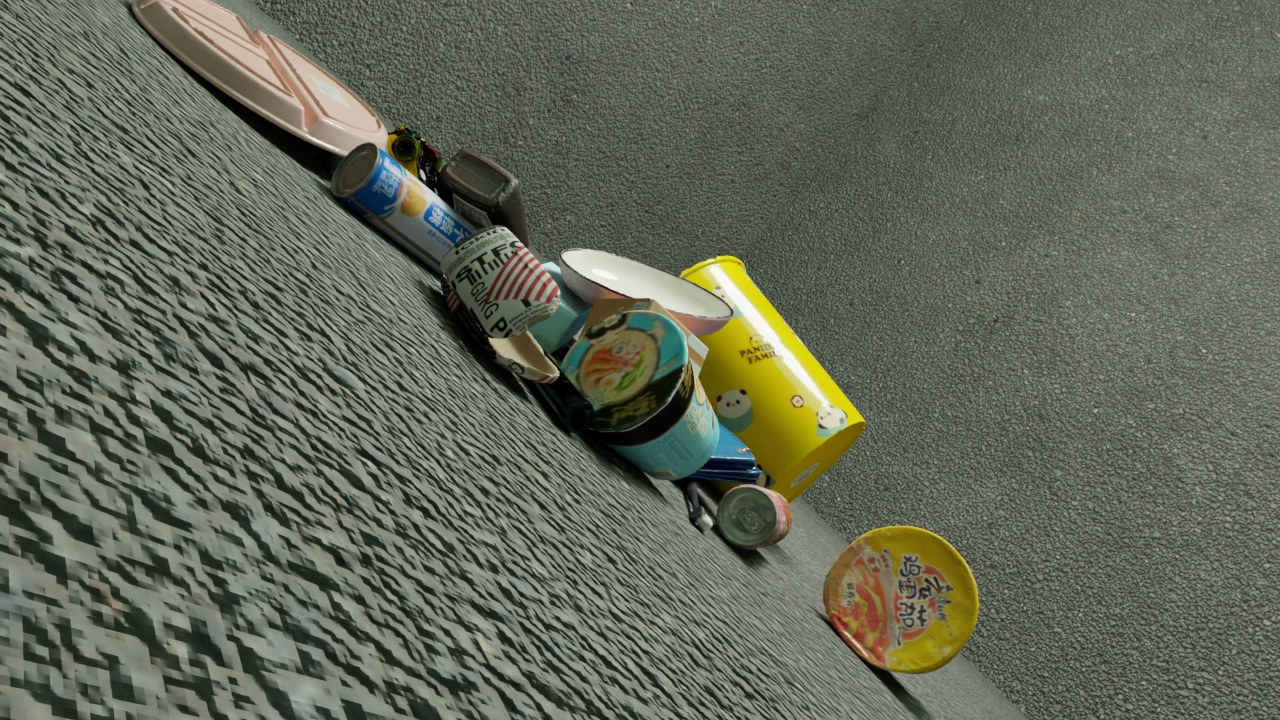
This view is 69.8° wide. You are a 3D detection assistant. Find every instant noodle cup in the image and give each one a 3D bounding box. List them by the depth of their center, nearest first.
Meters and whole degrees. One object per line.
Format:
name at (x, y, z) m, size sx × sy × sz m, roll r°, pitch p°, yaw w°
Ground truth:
instant noodle cup at (0.008, 0.036, 0.742) m, size 0.111 × 0.111 × 0.120 m, roll 45°, pitch -4°, yaw 41°
instant noodle cup at (0.262, 0.245, 0.905) m, size 0.138 × 0.138 × 0.110 m, roll 45°, pitch -4°, yaw 33°

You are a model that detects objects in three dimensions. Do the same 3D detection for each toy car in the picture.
toy car at (-0.212, -0.158, 0.906) m, size 0.071 × 0.041 × 0.156 m, roll -7°, pitch 77°, yaw -81°

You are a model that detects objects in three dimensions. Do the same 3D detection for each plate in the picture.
plate at (-0.318, -0.249, 0.797) m, size 0.229 × 0.028 × 0.229 m, roll 35°, pitch 12°, yaw -9°
plate at (0.002, -0.066, 0.966) m, size 0.192 × 0.039 × 0.192 m, roll 18°, pitch 17°, yaw -6°

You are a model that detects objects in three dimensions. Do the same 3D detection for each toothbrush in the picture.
toothbrush at (-0.092, -0.007, 0.730) m, size 0.026 × 0.027 × 0.212 m, roll 21°, pitch 14°, yaw -38°
toothbrush at (0.050, 0.125, 0.837) m, size 0.018 × 0.015 × 0.181 m, roll 49°, pitch 3°, yaw -5°

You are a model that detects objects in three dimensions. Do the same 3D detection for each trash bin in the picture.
trash bin at (0.119, 0.042, 1.114) m, size 0.255 × 0.230 × 0.229 m, roll 49°, pitch 5°, yaw 21°

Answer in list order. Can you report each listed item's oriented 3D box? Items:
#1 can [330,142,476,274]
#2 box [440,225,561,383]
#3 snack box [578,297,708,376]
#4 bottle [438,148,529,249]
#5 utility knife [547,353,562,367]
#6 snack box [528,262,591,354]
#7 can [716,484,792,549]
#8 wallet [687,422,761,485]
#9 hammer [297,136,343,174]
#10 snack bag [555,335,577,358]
can at (-0.193, -0.123, 0.778) m, size 0.134 × 0.053 × 0.053 m, roll 40°, pitch 4°, yaw -47°
box at (-0.102, -0.036, 0.687) m, size 0.162 × 0.076 × 0.088 m, roll 45°, pitch -19°, yaw 50°
snack box at (-0.005, 0.005, 0.854) m, size 0.077 × 0.092 × 0.094 m, roll 3°, pitch -27°, yaw 43°
bottle at (-0.143, -0.120, 0.877) m, size 0.080 × 0.044 × 0.195 m, roll 33°, pitch -21°, yaw 11°
utility knife at (-0.060, 0.024, 0.893) m, size 0.167 × 0.018 × 0.031 m, roll 47°, pitch 5°, yaw -44°
snack box at (-0.095, -0.059, 0.965) m, size 0.074 × 0.052 × 0.174 m, roll 37°, pitch 10°, yaw -1°
can at (0.111, 0.150, 0.875) m, size 0.058 × 0.058 × 0.147 m, roll 44°, pitch 3°, yaw 17°
wallet at (0.053, 0.087, 0.936) m, size 0.106 × 0.040 × 0.133 m, roll 9°, pitch 15°, yaw -20°
hammer at (-0.268, -0.187, 0.975) m, size 0.126 × 0.032 × 0.323 m, roll 45°, pitch 3°, yaw 21°
snack bag at (-0.084, -0.018, 1.041) m, size 0.045 × 0.026 × 0.105 m, roll 45°, pitch 3°, yaw -36°
